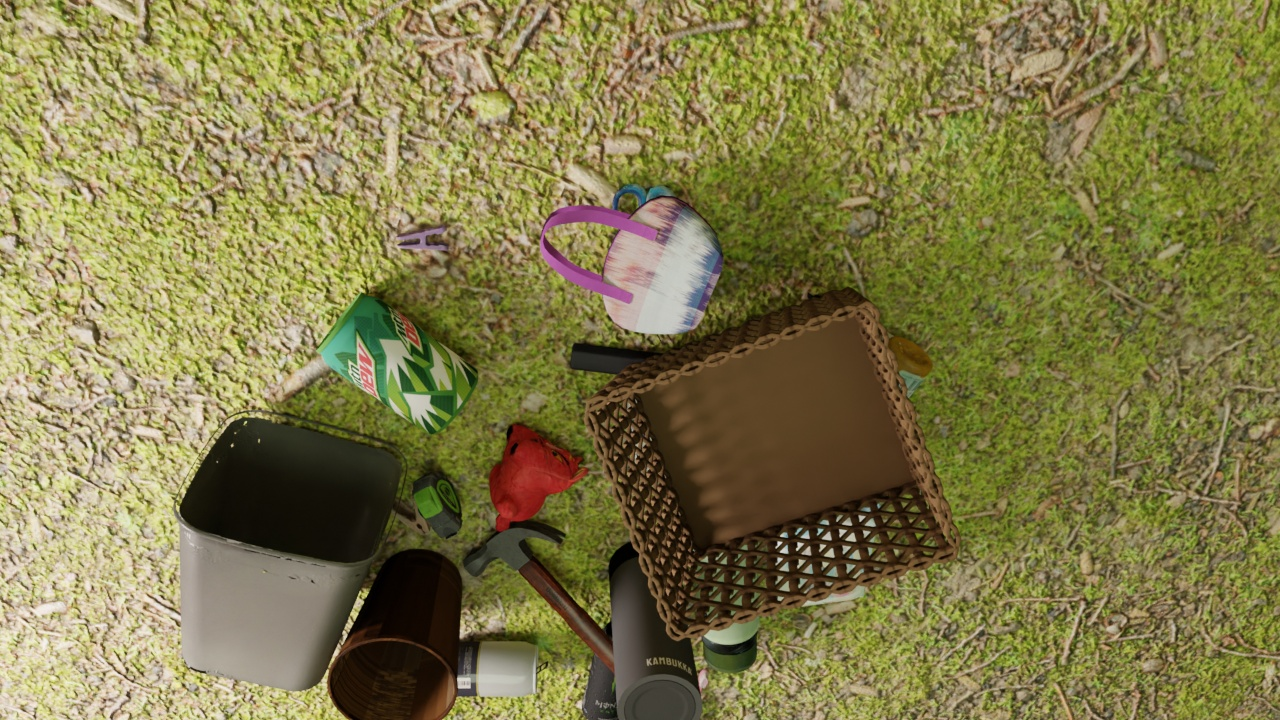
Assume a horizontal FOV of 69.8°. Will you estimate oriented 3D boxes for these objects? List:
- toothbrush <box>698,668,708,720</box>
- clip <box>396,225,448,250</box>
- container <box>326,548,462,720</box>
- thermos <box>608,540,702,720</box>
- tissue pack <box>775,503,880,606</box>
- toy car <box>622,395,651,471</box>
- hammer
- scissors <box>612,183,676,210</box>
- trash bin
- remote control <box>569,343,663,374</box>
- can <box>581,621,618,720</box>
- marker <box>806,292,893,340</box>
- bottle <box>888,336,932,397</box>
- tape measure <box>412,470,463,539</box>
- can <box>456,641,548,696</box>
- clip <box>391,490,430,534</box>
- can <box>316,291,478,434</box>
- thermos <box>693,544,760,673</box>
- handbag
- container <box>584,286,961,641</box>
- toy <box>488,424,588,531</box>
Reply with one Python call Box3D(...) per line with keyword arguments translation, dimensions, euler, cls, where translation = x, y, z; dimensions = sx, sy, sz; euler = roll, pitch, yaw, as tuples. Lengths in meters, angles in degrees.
Box3D(translation=(0.069, 0.454, 1.188), dimensions=(0.021, 0.016, 0.135), euler=(10, 114, -5), cls="toothbrush")
Box3D(translation=(-0.212, -0.124, 0.902), dimensions=(0.052, 0.014, 0.041), euler=(17, 114, -13), cls="clip")
Box3D(translation=(-0.258, 0.301, 1.016), dimensions=(0.132, 0.167, 0.132), euler=(-1, 115, -2), cls="container")
Box3D(translation=(0.010, 0.289, 0.986), dimensions=(0.082, 0.240, 0.082), euler=(-1, 111, -4), cls="thermos")
Box3D(translation=(0.201, 0.205, 1.025), dimensions=(0.112, 0.069, 0.182), euler=(-5, 133, 0), cls="tissue pack")
Box3D(translation=(0.008, 0.076, 0.996), dimensions=(0.048, 0.033, 0.105), euler=(-6, 115, 2), cls="toy car")
Box3D(translation=(-0.065, 0.308, 1.064), dimensions=(0.111, 0.028, 0.300), euler=(-40, 95, 15), cls="hammer")
Box3D(translation=(0.001, -0.111, 0.919), dimensions=(0.066, 0.015, 0.135), euler=(2, 117, -7), cls="scissors")
Box3D(translation=(-0.375, 0.208, 0.962), dimensions=(0.197, 0.197, 0.221), euler=(17, 119, -11), cls="trash bin")
Box3D(translation=(-0.006, 0.006, 0.971), dimensions=(0.136, 0.015, 0.032), euler=(7, 115, -6), cls="remote control")
Box3D(translation=(-0.036, 0.386, 1.130), dimensions=(0.054, 0.054, 0.138), euler=(10, 115, -7), cls="can")
Box3D(translation=(0.232, -0.034, 0.960), dimensions=(0.145, 0.019, 0.019), euler=(28, 111, -15), cls="marker")
Box3D(translation=(0.235, 0.059, 0.978), dimensions=(0.053, 0.053, 0.187), euler=(23, 123, -13), cls="bottle")
Box3D(translation=(-0.225, 0.156, 1.009), dimensions=(0.036, 0.058, 0.065), euler=(-27, 116, 11), cls="tape measure")
Box3D(translation=(-0.176, 0.374, 1.112), dimensions=(0.127, 0.064, 0.064), euler=(1, 115, -3), cls="can")
Box3D(translation=(-0.261, 0.174, 1.035), dimensions=(0.039, 0.024, 0.060), euler=(-9, 119, 1), cls="clip")
Box3D(translation=(-0.242, 0.003, 0.921), dimensions=(0.144, 0.083, 0.083), euler=(38, 108, -18), cls="can")
Box3D(translation=(0.102, 0.256, 1.065), dimensions=(0.082, 0.082, 0.232), euler=(-6, 115, 0), cls="thermos")
Box3D(translation=(-0.014, -0.098, 0.886), dimensions=(0.170, 0.068, 0.145), euler=(17, 112, -12), cls="handbag")
Box3D(translation=(0.119, 0.081, 0.843), dimensions=(0.252, 0.214, 0.219), euler=(-20, 94, 11), cls="container")
Box3D(translation=(-0.116, 0.144, 1.000), dimensions=(0.094, 0.088, 0.133), euler=(16, 115, -22), cls="toy")
